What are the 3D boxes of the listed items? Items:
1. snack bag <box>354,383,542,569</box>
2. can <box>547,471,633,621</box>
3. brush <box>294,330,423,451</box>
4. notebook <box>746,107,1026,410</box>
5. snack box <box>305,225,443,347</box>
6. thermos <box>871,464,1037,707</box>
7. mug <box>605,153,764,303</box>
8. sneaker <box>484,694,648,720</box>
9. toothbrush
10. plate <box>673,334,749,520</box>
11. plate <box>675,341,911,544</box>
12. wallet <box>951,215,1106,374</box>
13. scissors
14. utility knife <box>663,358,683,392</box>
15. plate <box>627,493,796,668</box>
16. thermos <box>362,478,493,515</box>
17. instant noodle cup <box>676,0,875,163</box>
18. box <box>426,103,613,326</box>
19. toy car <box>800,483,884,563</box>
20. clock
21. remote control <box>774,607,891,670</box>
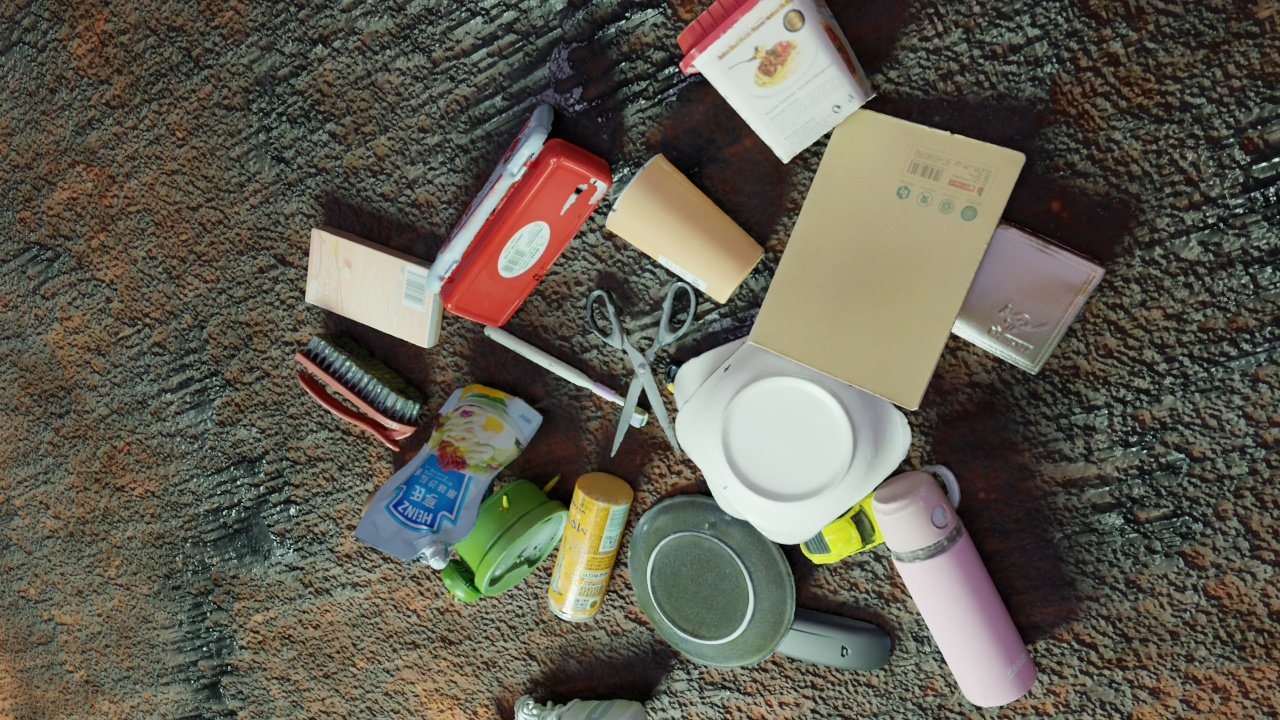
[{"bbox_3d":[-0.184,0.109,0.885,0.110,0.190,0.039,22,150,18],"label":"snack bag"},{"bbox_3d":[-0.051,0.186,0.916,0.058,0.058,0.146,22,112,16],"label":"can"},{"bbox_3d":[-0.297,0.034,0.976,0.146,0.063,0.069,35,104,9],"label":"brush"},{"bbox_3d":[0.187,-0.084,0.718,0.148,0.008,0.208,24,97,25],"label":"notebook"},{"bbox_3d":[-0.276,-0.078,0.954,0.157,0.026,0.085,21,113,17],"label":"snack box"},{"bbox_3d":[0.267,0.184,0.773,0.067,0.087,0.198,-16,104,59],"label":"thermos"},{"bbox_3d":[0.041,-0.108,0.783,0.123,0.078,0.078,39,116,4],"label":"mug"},{"bbox_3d":[-0.093,0.394,0.985,0.243,0.089,0.090,-36,85,34],"label":"sneaker"},{"bbox_3d":[-0.076,0.012,0.898,0.189,0.029,0.020,29,72,14],"label":"toothbrush"},{"bbox_3d":[0.118,0.057,0.806,0.164,0.034,0.164,-22,94,19],"label":"plate"},{"bbox_3d":[0.123,0.064,0.769,0.164,0.034,0.164,45,108,4],"label":"plate"},{"bbox_3d":[0.279,-0.057,0.718,0.124,0.032,0.101,29,117,14],"label":"wallet"},{"bbox_3d":[-0.001,0.002,0.842,0.159,0.014,0.181,36,104,24],"label":"scissors"},{"bbox_3d":[0.104,0.079,0.841,0.223,0.015,0.033,43,118,6],"label":"utility knife"},{"bbox_3d":[0.061,0.216,0.882,0.180,0.024,0.179,8,105,30],"label":"plate"},{"bbox_3d":[-0.227,0.147,0.969,0.144,0.092,0.093,-24,94,36],"label":"thermos"},{"bbox_3d":[0.110,-0.226,0.697,0.117,0.116,0.124,-35,95,27],"label":"instant noodle cup"},{"bbox_3d":[-0.123,-0.138,0.856,0.202,0.095,0.100,-48,45,26],"label":"box"},{"bbox_3d":[0.190,0.146,0.809,0.105,0.032,0.048,-27,94,17],"label":"toy car"},{"bbox_3d":[-0.138,0.187,0.925,0.056,0.116,0.161,42,114,20],"label":"clock"},{"bbox_3d":[0.165,0.262,0.863,0.136,0.024,0.053,6,106,22],"label":"remote control"}]
